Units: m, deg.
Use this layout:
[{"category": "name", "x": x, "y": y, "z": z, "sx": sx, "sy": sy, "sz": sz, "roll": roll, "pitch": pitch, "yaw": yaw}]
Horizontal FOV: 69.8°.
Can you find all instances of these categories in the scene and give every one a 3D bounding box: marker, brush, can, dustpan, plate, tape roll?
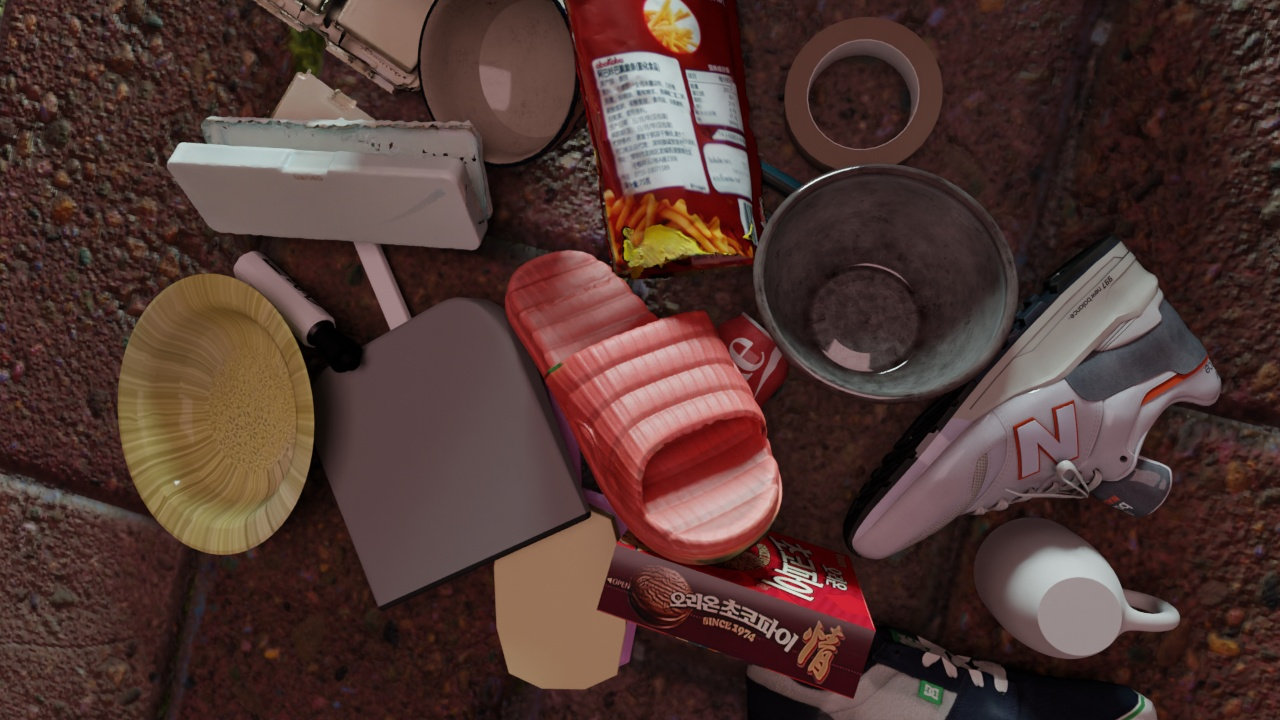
[{"category": "marker", "x": -0.226, "y": -0.032, "z": 0.608, "sx": 0.126, "sy": 0.025, "sz": 0.025, "roll": 37, "pitch": 97, "yaw": 26}, {"category": "brush", "x": -0.050, "y": 0.098, "z": 0.598, "sx": 0.089, "sy": 0.043, "sz": 0.228, "roll": -2, "pitch": 92, "yaw": 8}, {"category": "can", "x": 0.049, "y": 0.020, "z": 0.575, "sx": 0.054, "sy": 0.054, "sz": 0.096, "roll": 41, "pitch": 97, "yaw": 5}, {"category": "dustpan", "x": -0.149, "y": 0.013, "z": 0.603, "sx": 0.163, "sy": 0.033, "sz": 0.257, "roll": -27, "pitch": 83, "yaw": 18}, {"category": "plate", "x": -0.276, "y": 0.035, "z": 0.620, "sx": 0.185, "sy": 0.036, "sz": 0.184, "roll": 1, "pitch": 93, "yaw": 26}, {"category": "tape roll", "x": 0.136, "y": -0.161, "z": 0.568, "sx": 0.094, "sy": 0.030, "sz": 0.093, "roll": 0, "pitch": 92, "yaw": 8}]

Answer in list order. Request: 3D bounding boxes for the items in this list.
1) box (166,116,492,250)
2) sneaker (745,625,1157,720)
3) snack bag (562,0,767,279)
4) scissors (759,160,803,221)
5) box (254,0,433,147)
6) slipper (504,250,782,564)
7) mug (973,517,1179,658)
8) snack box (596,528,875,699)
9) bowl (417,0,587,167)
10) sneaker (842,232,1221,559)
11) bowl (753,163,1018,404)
[{"category": "box", "x": -0.194, "y": -0.109, "z": 0.582, "sx": 0.199, "sy": 0.072, "sz": 0.086, "roll": 4, "pitch": 113, "yaw": 14}, {"category": "sneaker", "x": 0.179, "y": 0.198, "z": 0.549, "sx": 0.235, "sy": 0.084, "sz": 0.079, "roll": -6, "pitch": 91, "yaw": 12}, {"category": "snack bag", "x": 0.020, "y": -0.154, "z": 0.535, "sx": 0.067, "sy": 0.138, "sz": 0.208, "roll": -9, "pitch": 89, "yaw": 53}, {"category": "scissors", "x": 0.062, "y": -0.124, "z": 0.586, "sx": 0.135, "sy": 0.019, "sz": 0.130, "roll": -12, "pitch": 86, "yaw": 2}, {"category": "box", "x": -0.209, "y": -0.216, "z": 0.597, "sx": 0.143, "sy": 0.081, "sz": 0.181, "roll": 33, "pitch": 91, "yaw": -23}, {"category": "slipper", "x": -0.003, "y": 0.003, "z": 0.517, "sx": 0.103, "sy": 0.059, "sz": 0.248, "roll": -19, "pitch": 49, "yaw": -21}, {"category": "mug", "x": 0.258, "y": 0.138, "z": 0.530, "sx": 0.107, "sy": 0.089, "sz": 0.071, "roll": 10, "pitch": 93, "yaw": 8}, {"category": "snack box", "x": 0.056, "y": 0.126, "z": 0.528, "sx": 0.133, "sy": 0.152, "sz": 0.036, "roll": 17, "pitch": 94, "yaw": 7}, {"category": "bowl", "x": -0.075, "y": -0.182, "z": 0.575, "sx": 0.116, "sy": 0.059, "sz": 0.116, "roll": 8, "pitch": 109, "yaw": 24}, {"category": "sneaker", "x": 0.236, "y": 0.050, "z": 0.531, "sx": 0.124, "sy": 0.089, "sz": 0.240, "roll": 40, "pitch": 94, "yaw": 8}, {"category": "bowl", "x": 0.138, "y": -0.036, "z": 0.541, "sx": 0.145, "sy": 0.067, "sz": 0.144, "roll": -1, "pitch": 71, "yaw": 3}]
